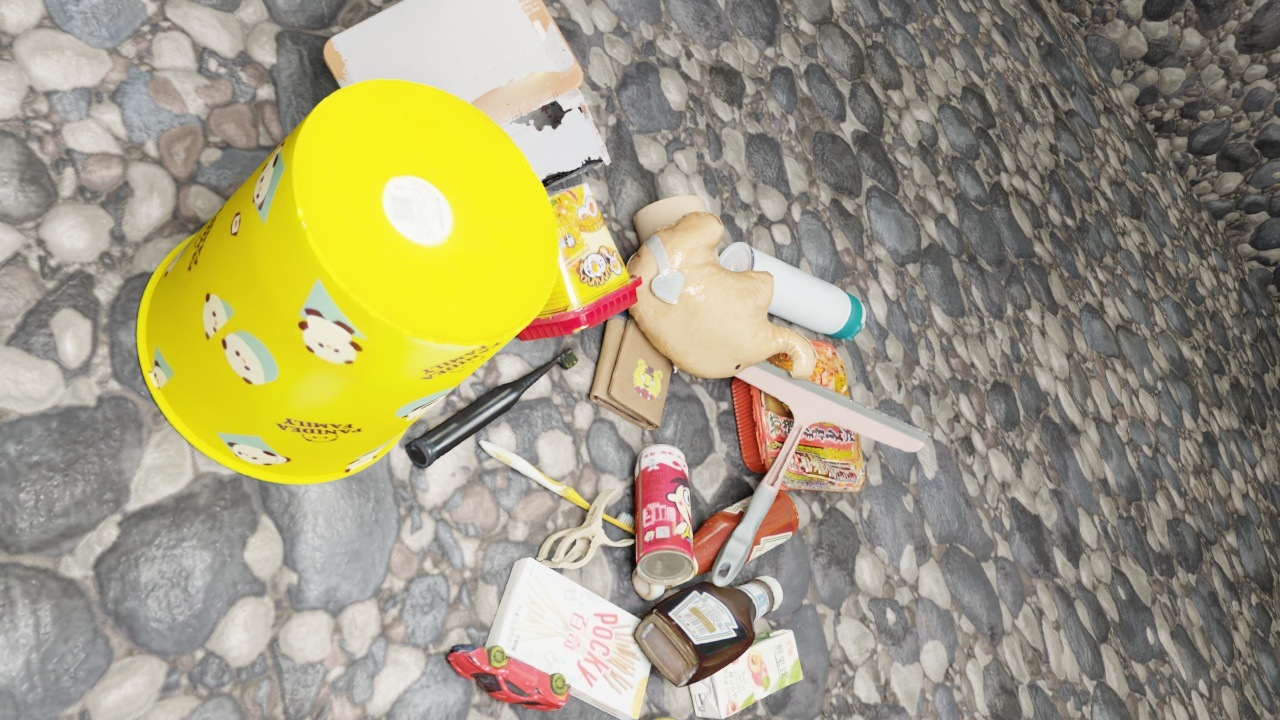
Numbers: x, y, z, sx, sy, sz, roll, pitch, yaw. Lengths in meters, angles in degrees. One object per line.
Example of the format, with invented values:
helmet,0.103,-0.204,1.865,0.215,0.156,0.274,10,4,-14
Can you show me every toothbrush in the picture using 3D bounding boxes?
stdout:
toothbrush,-0.127,0.037,0.844,0.027,0.026,0.212,52,45,3
toothbrush,-0.071,0.119,0.860,0.191,0.016,0.018,35,77,-25

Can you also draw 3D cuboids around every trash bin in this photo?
trash bin,-0.203,-0.052,0.656,0.229,0.256,0.229,18,60,-35

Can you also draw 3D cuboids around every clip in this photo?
clip,-0.051,0.160,0.839,0.096,0.034,0.061,-27,99,-39

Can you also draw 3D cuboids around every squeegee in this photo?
squeegee,0.130,0.126,0.931,0.248,0.040,0.248,26,61,14

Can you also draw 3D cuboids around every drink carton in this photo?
drink carton,0.103,0.308,0.906,0.122,0.046,0.053,-7,81,-42

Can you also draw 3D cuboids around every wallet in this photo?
wallet,-0.006,0.006,0.963,0.090,0.033,0.115,31,56,-28

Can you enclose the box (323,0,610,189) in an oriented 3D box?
box,-0.150,-0.222,0.786,0.183,0.156,0.192,-27,106,-8

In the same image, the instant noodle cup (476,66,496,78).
instant noodle cup,-0.193,-0.270,0.879,0.111,0.099,0.111,17,61,-34

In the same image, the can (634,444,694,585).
can,0.022,0.145,0.881,0.053,0.053,0.132,32,34,-26

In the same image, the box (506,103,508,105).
box,-0.132,-0.216,0.952,0.075,0.081,0.163,8,62,-4

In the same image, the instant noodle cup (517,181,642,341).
instant noodle cup,-0.078,-0.095,0.871,0.115,0.116,0.124,-32,108,-45

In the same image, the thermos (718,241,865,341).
thermos,0.195,-0.083,1.157,0.224,0.073,0.073,18,59,-35

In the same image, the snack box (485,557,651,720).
snack box,-0.056,0.246,0.808,0.156,0.027,0.084,35,51,-23

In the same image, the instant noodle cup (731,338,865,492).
instant noodle cup,0.175,0.064,1.060,0.164,0.079,0.188,10,66,-38

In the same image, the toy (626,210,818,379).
toy,0.081,-0.044,0.952,0.226,0.143,0.082,43,10,-19

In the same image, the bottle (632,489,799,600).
bottle,0.077,0.188,0.933,0.205,0.060,0.059,-18,83,-38

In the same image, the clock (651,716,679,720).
clock,0.030,0.392,0.793,0.117,0.060,0.158,5,69,-39

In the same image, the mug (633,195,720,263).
mug,0.052,-0.119,1.047,0.124,0.084,0.103,15,59,-67

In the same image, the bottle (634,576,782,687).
bottle,0.077,0.247,0.880,0.080,0.044,0.194,45,27,25

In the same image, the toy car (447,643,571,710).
toy car,-0.108,0.257,0.742,0.106,0.049,0.031,36,49,-25
